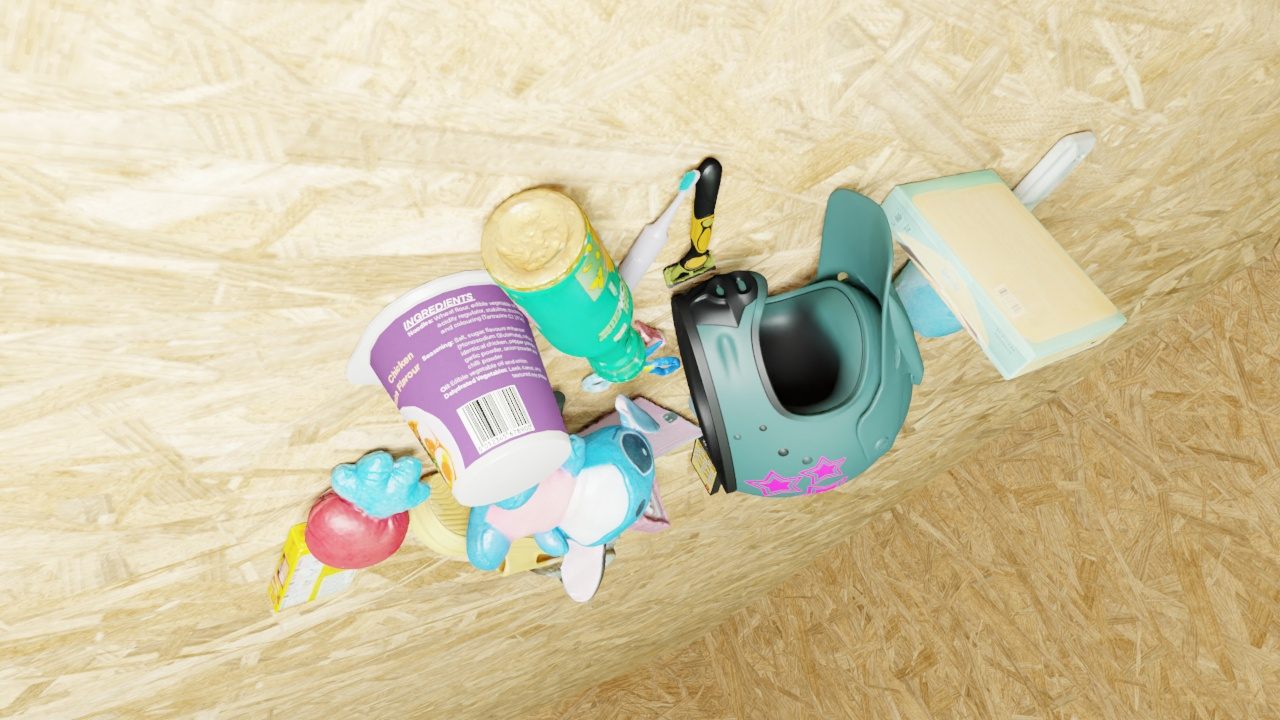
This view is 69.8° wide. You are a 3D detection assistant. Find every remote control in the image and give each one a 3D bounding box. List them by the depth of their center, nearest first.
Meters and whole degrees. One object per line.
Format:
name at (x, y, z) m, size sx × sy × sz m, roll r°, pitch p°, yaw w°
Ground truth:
remote control at (0.417, -0.183, 0.955) m, size 0.050 × 0.022 × 0.134 m, roll -17°, pitch 155°, yaw -29°
remote control at (0.088, 0.131, 1.187) m, size 0.013 × 0.058 × 0.134 m, roll -25°, pitch 158°, yaw -12°

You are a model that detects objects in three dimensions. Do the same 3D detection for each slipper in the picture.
slipper at (-0.139, 0.163, 0.925) m, size 0.079 × 0.099 × 0.263 m, roll -37°, pitch 153°, yaw 22°

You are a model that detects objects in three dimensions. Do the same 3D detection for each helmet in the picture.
helmet at (0.145, -0.002, 0.804) m, size 0.200 × 0.176 × 0.275 m, roll -17°, pitch 135°, yaw -2°

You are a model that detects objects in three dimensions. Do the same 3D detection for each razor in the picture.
razor at (0.043, -0.100, 0.676) m, size 0.044 × 0.021 × 0.144 m, roll -24°, pitch 156°, yaw -14°

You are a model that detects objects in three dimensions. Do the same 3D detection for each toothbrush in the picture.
toothbrush at (-0.003, -0.072, 0.677) m, size 0.019 × 0.018 × 0.188 m, roll -10°, pitch 151°, yaw -37°

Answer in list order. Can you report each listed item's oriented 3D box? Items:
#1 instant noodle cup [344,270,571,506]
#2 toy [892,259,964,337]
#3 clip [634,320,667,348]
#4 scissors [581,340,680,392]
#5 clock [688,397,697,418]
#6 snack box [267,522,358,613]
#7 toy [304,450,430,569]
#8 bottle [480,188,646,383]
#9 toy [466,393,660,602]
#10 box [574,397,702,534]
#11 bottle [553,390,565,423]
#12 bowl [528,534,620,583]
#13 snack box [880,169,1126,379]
instant noodle cup at (-0.115, 0.029, 0.617) m, size 0.137 × 0.122 × 0.122 m, roll -29°, pitch 159°, yaw -1°
toy at (0.359, -0.088, 0.985) m, size 0.180 × 0.115 × 0.183 m, roll -7°, pitch 177°, yaw -8°
clip at (0.008, -0.020, 0.804) m, size 0.045 × 0.023 × 0.060 m, roll -29°, pitch 160°, yaw -14°
scissors at (-0.015, 0.007, 0.815) m, size 0.123 × 0.016 × 0.125 m, roll -24°, pitch 163°, yaw 22°
clock at (0.115, 0.037, 1.014) m, size 0.118 × 0.060 × 0.162 m, roll -27°, pitch 154°, yaw -3°
snack box at (-0.303, 0.190, 0.871) m, size 0.075 × 0.025 × 0.153 m, roll -13°, pitch 153°, yaw -37°
toy at (-0.232, 0.126, 0.776) m, size 0.092 × 0.062 × 0.133 m, roll 8°, pitch 123°, yaw -45°
bottle at (-0.040, -0.037, 0.628) m, size 0.068 × 0.068 × 0.210 m, roll -30°, pitch 155°, yaw 2°
toy at (-0.070, 0.130, 0.834) m, size 0.191 × 0.099 × 0.225 m, roll -8°, pitch 129°, yaw -40°
box at (0.009, 0.122, 1.023) m, size 0.116 × 0.106 × 0.232 m, roll -25°, pitch 158°, yaw 14°
bottle at (-0.087, 0.064, 0.855) m, size 0.033 × 0.033 × 0.123 m, roll -19°, pitch 156°, yaw -26°
bowl at (-0.082, 0.209, 1.096) m, size 0.159 × 0.094 × 0.160 m, roll -25°, pitch 157°, yaw -11°
snack box at (0.321, -0.085, 0.818) m, size 0.141 × 0.193 × 0.044 m, roll -16°, pitch 152°, yaw -33°
